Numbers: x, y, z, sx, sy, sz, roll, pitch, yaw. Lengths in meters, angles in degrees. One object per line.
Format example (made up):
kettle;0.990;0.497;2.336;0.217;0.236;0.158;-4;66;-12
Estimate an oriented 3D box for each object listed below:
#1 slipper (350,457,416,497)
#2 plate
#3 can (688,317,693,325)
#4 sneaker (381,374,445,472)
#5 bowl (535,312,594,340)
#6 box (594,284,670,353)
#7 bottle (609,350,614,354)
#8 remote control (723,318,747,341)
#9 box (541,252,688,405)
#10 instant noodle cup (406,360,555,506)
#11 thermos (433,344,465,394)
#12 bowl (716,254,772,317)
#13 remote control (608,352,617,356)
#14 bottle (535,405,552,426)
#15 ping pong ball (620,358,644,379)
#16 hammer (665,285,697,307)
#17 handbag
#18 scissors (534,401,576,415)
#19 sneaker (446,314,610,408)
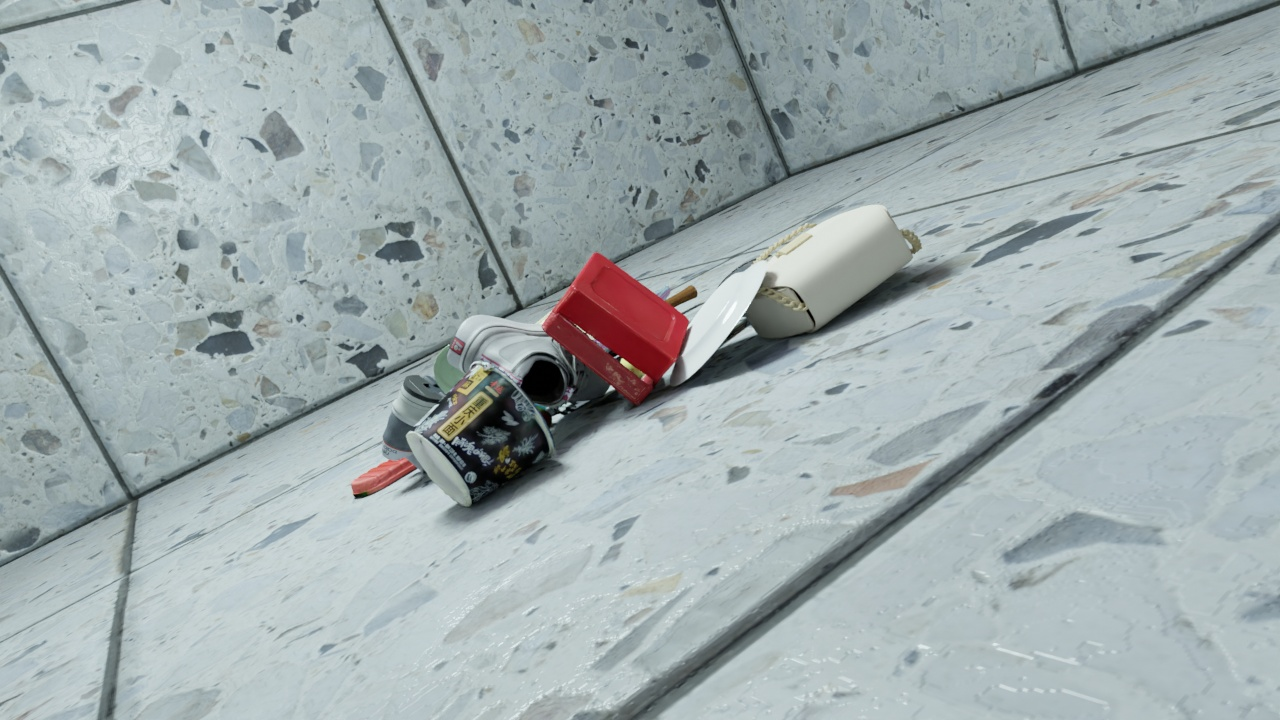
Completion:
slipper;-0.330;0.117;1.366;0.248;0.059;0.104;-34;14;-37
plate;0.087;-0.050;1.120;0.189;0.016;0.188;-52;9;11
can;0.059;-0.033;1.260;0.032;0.032;0.095;-28;-1;-22
sneaker;-0.283;0.094;1.281;0.124;0.089;0.239;-57;-22;4
bowl;-0.131;-0.032;1.401;0.151;0.075;0.150;-40;6;4
box;-0.049;-0.032;1.400;0.213;0.035;0.151;-42;2;-25
bottle;0.000;-0.039;1.481;0.113;0.030;0.030;-25;10;-4
remote control;0.098;-0.027;1.238;0.033;0.013;0.136;-15;14;44
box;-0.028;-0.041;1.125;0.110;0.157;0.133;-48;10;17
instant noodle cup;-0.181;0.087;1.004;0.112;0.137;0.137;-40;16;-26
thermos;-0.222;0.013;1.296;0.082;0.082;0.231;-24;0;3
bowl;0.164;-0.094;1.283;0.114;0.045;0.114;-22;-24;-11
remote control;-0.061;-0.007;1.506;0.149;0.013;0.034;-30;12;-29
bottle;-0.141;0.074;1.241;0.025;0.025;0.106;-27;11;-13
ping pong ball;-0.007;0.007;1.233;0.040;0.040;0.040;-23;10;4
hammer;-0.039;-0.050;1.578;0.322;0.033;0.115;-29;6;-20
handbag;0.227;-0.106;1.148;0.210;0.103;0.208;-36;12;-7
scissors;-0.119;0.058;1.293;0.124;0.019;0.147;-19;13;22
sneaker;-0.106;0.018;1.135;0.129;0.097;0.262;37;13;36
